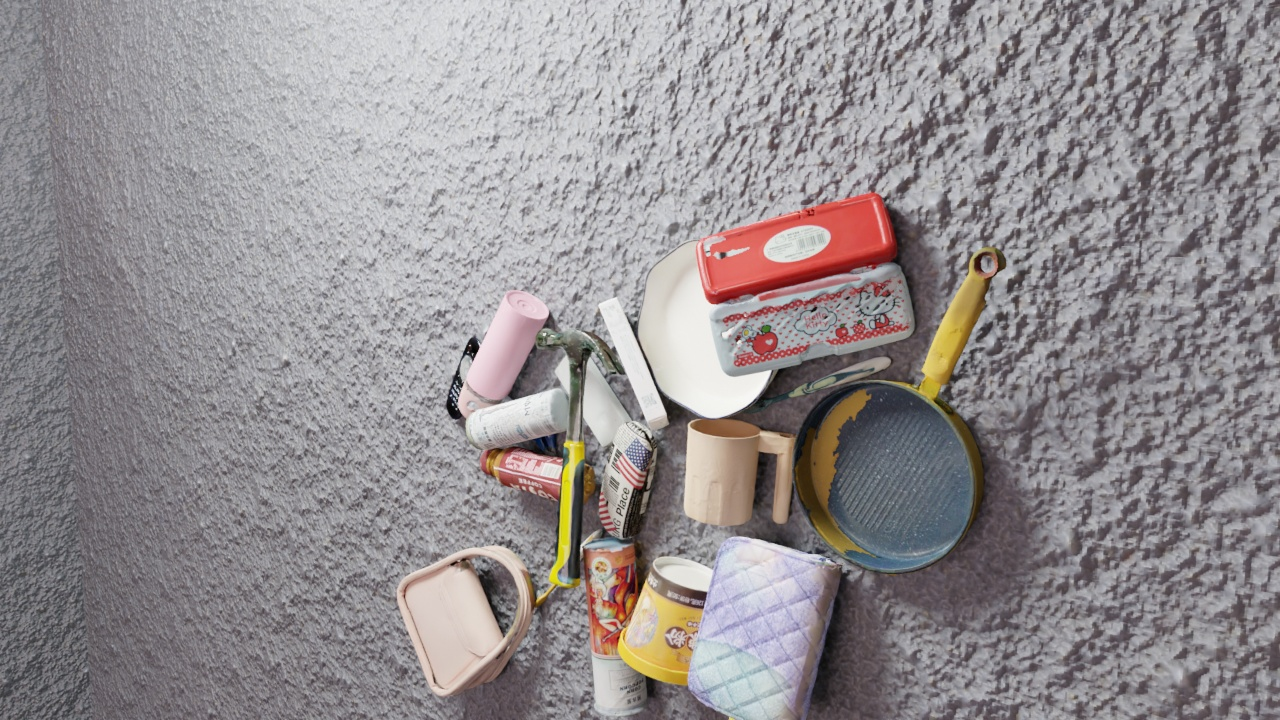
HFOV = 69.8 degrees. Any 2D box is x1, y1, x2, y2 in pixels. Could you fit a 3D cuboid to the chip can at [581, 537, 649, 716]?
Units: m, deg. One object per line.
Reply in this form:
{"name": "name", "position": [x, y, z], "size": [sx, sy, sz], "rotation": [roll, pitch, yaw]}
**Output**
{"name": "chip can", "position": [-0.033, 0.340, 1.184], "size": [0.071, 0.071, 0.214], "rotation": [-3, 92, 40]}

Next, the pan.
{"name": "pan", "position": [0.267, 0.051, 0.892], "size": [0.198, 0.078, 0.358], "rotation": [37, 118, 30]}

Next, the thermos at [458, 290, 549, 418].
{"name": "thermos", "position": [-0.188, 0.005, 1.284], "size": [0.087, 0.067, 0.199], "rotation": [30, 116, 2]}

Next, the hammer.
{"name": "hammer", "position": [-0.083, 0.123, 1.150], "size": [0.126, 0.031, 0.323], "rotation": [4, 92, 36]}

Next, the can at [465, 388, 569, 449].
{"name": "can", "position": [-0.164, 0.081, 1.246], "size": [0.147, 0.058, 0.058], "rotation": [-15, 85, 28]}

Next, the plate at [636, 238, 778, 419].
{"name": "plate", "position": [0.083, -0.037, 1.049], "size": [0.205, 0.045, 0.205], "rotation": [11, 106, 43]}

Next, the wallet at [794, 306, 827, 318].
{"name": "wallet", "position": [0.167, -0.074, 1.002], "size": [0.096, 0.020, 0.122], "rotation": [6, 100, 45]}

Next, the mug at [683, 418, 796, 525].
{"name": "mug", "position": [0.112, 0.128, 1.041], "size": [0.125, 0.084, 0.103], "rotation": [7, 102, 13]}

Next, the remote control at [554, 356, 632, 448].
{"name": "remote control", "position": [-0.062, 0.048, 1.207], "size": [0.056, 0.019, 0.135], "rotation": [-49, 65, 32]}

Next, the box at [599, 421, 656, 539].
{"name": "box", "position": [-0.015, 0.154, 1.168], "size": [0.069, 0.052, 0.164], "rotation": [26, 119, 24]}

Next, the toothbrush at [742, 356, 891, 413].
{"name": "toothbrush", "position": [0.186, 0.029, 0.998], "size": [0.192, 0.018, 0.016], "rotation": [-23, 81, 39]}

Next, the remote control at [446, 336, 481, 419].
{"name": "remote control", "position": [-0.255, 0.027, 1.363], "size": [0.053, 0.024, 0.137], "rotation": [47, 122, 38]}

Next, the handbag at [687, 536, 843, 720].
{"name": "handbag", "position": [0.137, 0.295, 1.007], "size": [0.134, 0.075, 0.194], "rotation": [13, 88, 35]}

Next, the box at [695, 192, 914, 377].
{"name": "box", "position": [0.164, -0.076, 0.934], "size": [0.201, 0.058, 0.161], "rotation": [-14, 84, 12]}

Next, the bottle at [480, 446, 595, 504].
{"name": "bottle", "position": [-0.144, 0.153, 1.249], "size": [0.175, 0.057, 0.057], "rotation": [9, 101, 36]}

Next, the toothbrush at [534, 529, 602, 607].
{"name": "toothbrush", "position": [-0.104, 0.288, 1.274], "size": [0.192, 0.016, 0.018], "rotation": [-53, 54, 32]}

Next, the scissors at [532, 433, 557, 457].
{"name": "scissors", "position": [-0.132, 0.131, 1.282], "size": [0.133, 0.012, 0.173], "rotation": [13, 104, 37]}

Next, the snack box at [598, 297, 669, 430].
{"name": "snack box", "position": [-0.007, 0.007, 1.116], "size": [0.027, 0.085, 0.156], "rotation": [-22, 78, 0]}

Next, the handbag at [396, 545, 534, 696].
{"name": "handbag", "position": [-0.245, 0.368, 1.362], "size": [0.235, 0.093, 0.193], "rotation": [-41, 68, 30]}

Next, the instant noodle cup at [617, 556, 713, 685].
{"name": "instant noodle cup", "position": [0.044, 0.305, 1.091], "size": [0.118, 0.118, 0.114], "rotation": [21, 100, 37]}

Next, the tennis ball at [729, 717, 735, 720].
{"name": "tennis ball", "position": [0.135, 0.413, 1.055], "size": [0.066, 0.065, 0.065], "rotation": [5, 98, 40]}
